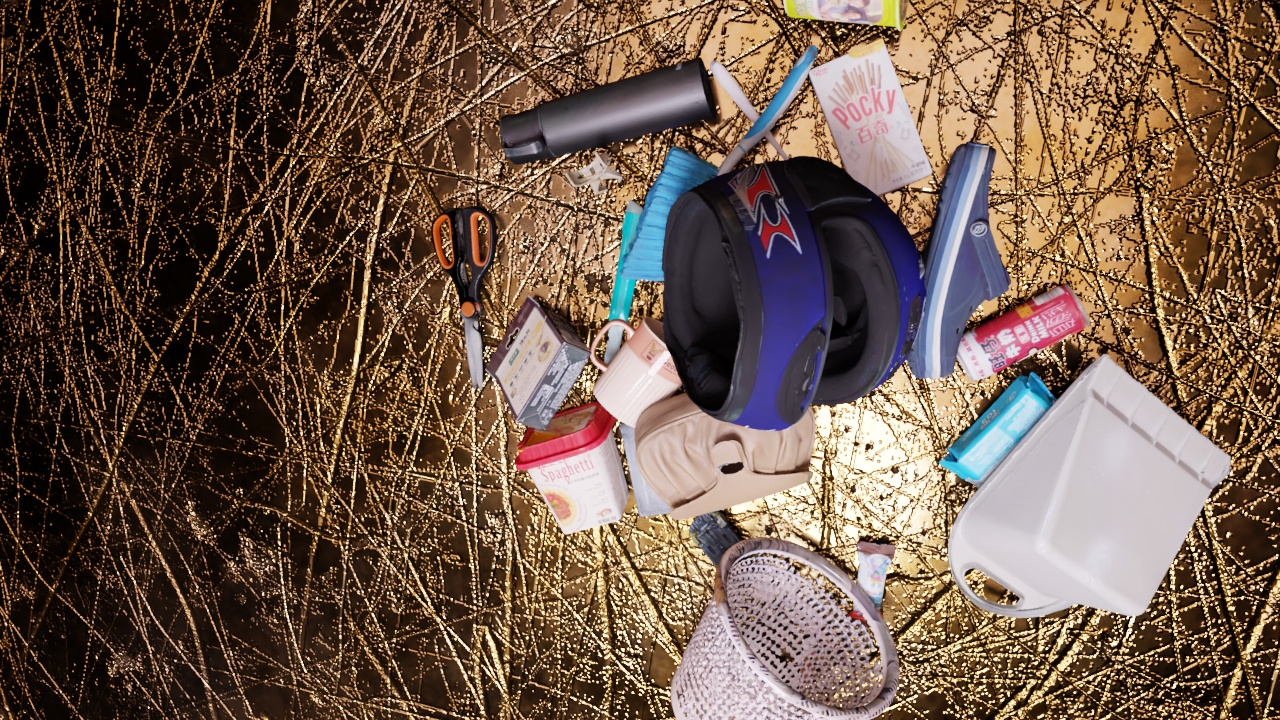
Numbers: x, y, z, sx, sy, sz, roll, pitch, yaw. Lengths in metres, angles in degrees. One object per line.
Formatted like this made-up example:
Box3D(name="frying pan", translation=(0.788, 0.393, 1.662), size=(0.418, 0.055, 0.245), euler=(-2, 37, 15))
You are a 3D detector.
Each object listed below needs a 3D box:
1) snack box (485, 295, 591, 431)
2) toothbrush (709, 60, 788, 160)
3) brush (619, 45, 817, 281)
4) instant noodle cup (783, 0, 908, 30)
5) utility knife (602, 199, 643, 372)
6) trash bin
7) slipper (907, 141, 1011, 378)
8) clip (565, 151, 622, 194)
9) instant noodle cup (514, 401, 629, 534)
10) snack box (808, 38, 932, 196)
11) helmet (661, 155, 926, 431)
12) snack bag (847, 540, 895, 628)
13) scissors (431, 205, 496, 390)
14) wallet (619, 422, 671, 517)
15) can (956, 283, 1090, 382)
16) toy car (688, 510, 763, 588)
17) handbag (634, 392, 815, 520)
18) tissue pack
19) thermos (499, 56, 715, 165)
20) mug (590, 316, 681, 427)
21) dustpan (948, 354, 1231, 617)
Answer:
Box3D(name="snack box", translation=(-0.124, 0.002, 1.096), size=(0.053, 0.125, 0.113), euler=(24, 106, -32))
Box3D(name="toothbrush", translation=(0.134, -0.268, 1.037), size=(0.016, 0.016, 0.180), euler=(-37, 88, 13))
Box3D(name="brush", translation=(0.082, -0.219, 1.028), size=(0.109, 0.060, 0.315), euler=(21, 108, -7))
Box3D(name="instant noodle cup", translation=(0.215, -0.403, 0.959), size=(0.123, 0.111, 0.112), euler=(7, 99, 20))
Box3D(name="utility knife", translation=(-0.022, -0.082, 1.101), size=(0.029, 0.013, 0.219), euler=(12, 98, 9))
Box3D(name="trash bin", translation=(0.140, 0.345, 1.026), size=(0.227, 0.226, 0.193), euler=(35, 121, 7))
Box3D(name="slipper", translation=(0.342, -0.100, 0.968), size=(0.095, 0.105, 0.253), euler=(12, 94, 14))
Box3D(name="clip", translation=(-0.050, -0.216, 1.045), size=(0.074, 0.100, 0.035), euler=(-31, 88, 16))
Box3D(name="instant noodle cup", translation=(-0.073, 0.130, 1.098), size=(0.116, 0.116, 0.124), euler=(-18, 104, 15))
Box3D(name="snack box", translation=(0.251, -0.260, 1.006), size=(0.085, 0.026, 0.157), euler=(-21, 93, 15))
Box3D(name="helmet", translation=(0.161, -0.063, 0.913), size=(0.240, 0.315, 0.248), euler=(0, 122, -12))
Box3D(name="snack bag", translation=(0.269, 0.263, 1.073), size=(0.045, 0.026, 0.105), euler=(8, 97, 16))
Box3D(name="scissors", translation=(-0.223, -0.077, 1.145), size=(0.139, 0.021, 0.235), euler=(20, 104, 20))
Box3D(name="wallet", translation=(0.032, 0.128, 1.116), size=(0.097, 0.019, 0.121), euler=(-9, 97, 16))
Box3D(name="can", translation=(0.406, -0.028, 0.986), size=(0.133, 0.053, 0.053), euler=(-29, 90, 15))
Box3D(name="toy car", translation=(0.104, 0.226, 1.104), size=(0.049, 0.031, 0.105), euler=(-41, 88, 17))
Box3D(name="handbag", translation=(0.099, 0.102, 1.035), size=(0.204, 0.099, 0.148), euler=(-17, 116, 6))
Box3D(name="tissue pack", translation=(0.407, 0.090, 0.997), size=(0.090, 0.063, 0.140), euler=(39, 106, 1))
Box3D(name="thermos", translation=(-0.040, -0.273, 1.043), size=(0.243, 0.089, 0.068), euler=(-12, 126, 15))
Box3D(name="mug", translation=(-0.006, 0.006, 1.070), size=(0.114, 0.081, 0.106), euler=(37, 106, -8))
Box3D(name="dustpan", translation=(0.456, 0.159, 0.980), size=(0.222, 0.143, 0.257), euler=(33, 77, -18))
